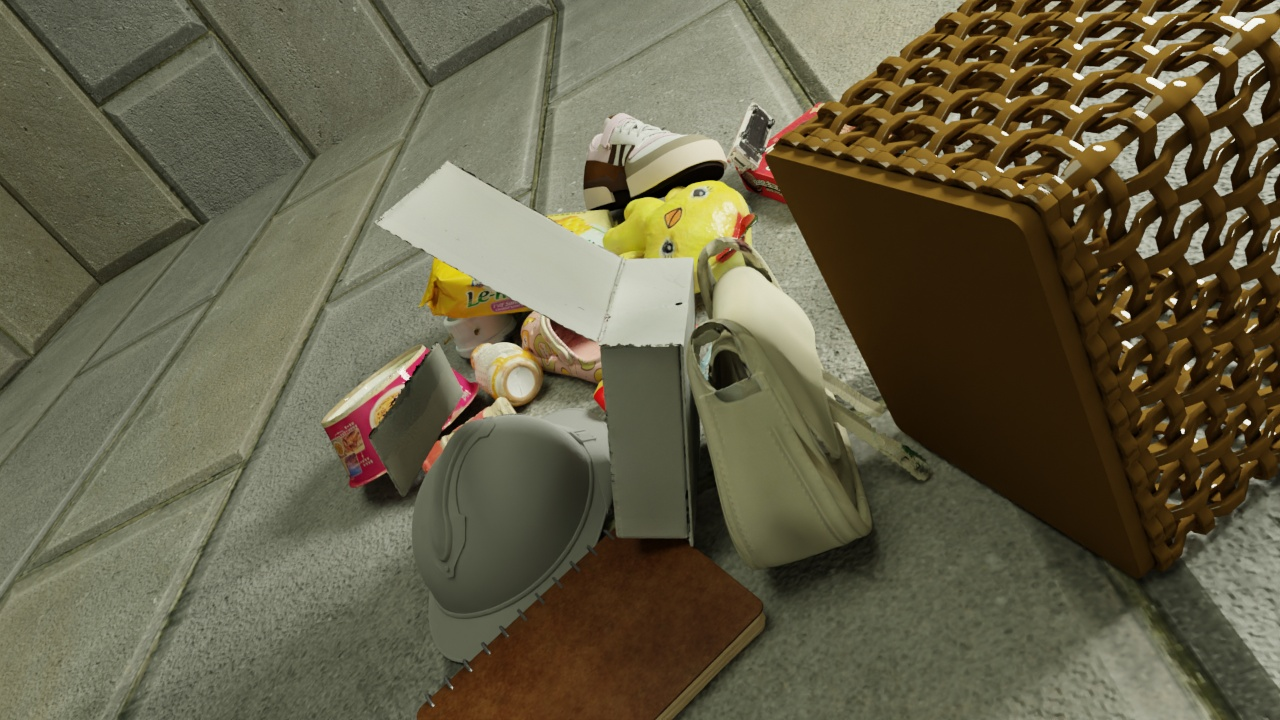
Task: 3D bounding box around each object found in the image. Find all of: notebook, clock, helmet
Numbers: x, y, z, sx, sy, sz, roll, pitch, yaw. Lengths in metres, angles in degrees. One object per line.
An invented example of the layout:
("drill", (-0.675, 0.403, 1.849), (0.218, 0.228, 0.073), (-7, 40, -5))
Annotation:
("notebook", (-0.040, 0.212, 0.637), (0.225, 0.024, 0.167), (-41, 34, -14))
("clock", (-0.195, -0.051, 1.150), (0.083, 0.057, 0.117), (-14, 28, 30))
("helmet", (-0.129, 0.109, 0.783), (0.184, 0.118, 0.270), (-16, 38, 28))

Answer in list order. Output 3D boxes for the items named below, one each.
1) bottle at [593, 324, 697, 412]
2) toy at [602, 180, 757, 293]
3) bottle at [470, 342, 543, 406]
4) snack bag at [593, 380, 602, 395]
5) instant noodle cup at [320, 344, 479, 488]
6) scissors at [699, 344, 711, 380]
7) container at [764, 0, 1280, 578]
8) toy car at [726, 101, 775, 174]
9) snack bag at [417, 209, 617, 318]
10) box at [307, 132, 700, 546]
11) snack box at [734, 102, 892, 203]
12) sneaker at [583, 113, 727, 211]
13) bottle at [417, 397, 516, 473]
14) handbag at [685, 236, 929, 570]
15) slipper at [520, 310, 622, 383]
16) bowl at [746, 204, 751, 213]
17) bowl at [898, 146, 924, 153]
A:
("bottle", (0.010, 0.008, 0.869), (0.119, 0.036, 0.036), (-41, 30, -1))
("toy", (0.041, -0.132, 0.979), (0.208, 0.092, 0.133), (23, 73, 40))
("bottle", (-0.152, 0.010, 1.009), (0.063, 0.063, 0.109), (-42, 30, -14))
("snack bag", (-0.005, 0.005, 0.897), (0.099, 0.026, 0.020), (-46, 17, 1))
("instant noodle cup", (-0.271, 0.052, 1.007), (0.179, 0.078, 0.178), (-33, 16, 10))
("scissors", (0.059, 0.024, 0.835), (0.130, 0.015, 0.134), (-10, 40, 38))
("container", (0.255, -0.067, 0.533), (0.214, 0.252, 0.219), (-37, 30, -7))
("toy car", (0.129, -0.263, 1.089), (0.039, 0.039, 0.112), (-38, 21, 39))
("snack bag", (-0.137, -0.115, 1.106), (0.247, 0.068, 0.159), (-6, 35, -2))
("box", (-0.061, -0.024, 0.675), (0.165, 0.330, 0.166), (-51, 12, 23))
("snack box", (0.202, -0.235, 1.050), (0.132, 0.036, 0.152), (-37, 30, -7))
("sneaker", (0.008, -0.259, 1.129), (0.111, 0.116, 0.294), (-16, 8, -21))
("bottle", (-0.175, 0.083, 0.947), (0.109, 0.044, 0.044), (-35, 30, -3))
("handbag", (0.107, 0.014, 0.649), (0.132, 0.184, 0.228), (-22, 19, 12))
("slipper", (-0.068, -0.036, 0.980), (0.093, 0.081, 0.197), (-44, 33, -20))
("bowl", (0.069, -0.166, 1.061), (0.110, 0.055, 0.110), (-24, 31, 15))
("bowl", (0.240, -0.132, 0.821), (0.057, 0.137, 0.136), (19, 47, 6))
